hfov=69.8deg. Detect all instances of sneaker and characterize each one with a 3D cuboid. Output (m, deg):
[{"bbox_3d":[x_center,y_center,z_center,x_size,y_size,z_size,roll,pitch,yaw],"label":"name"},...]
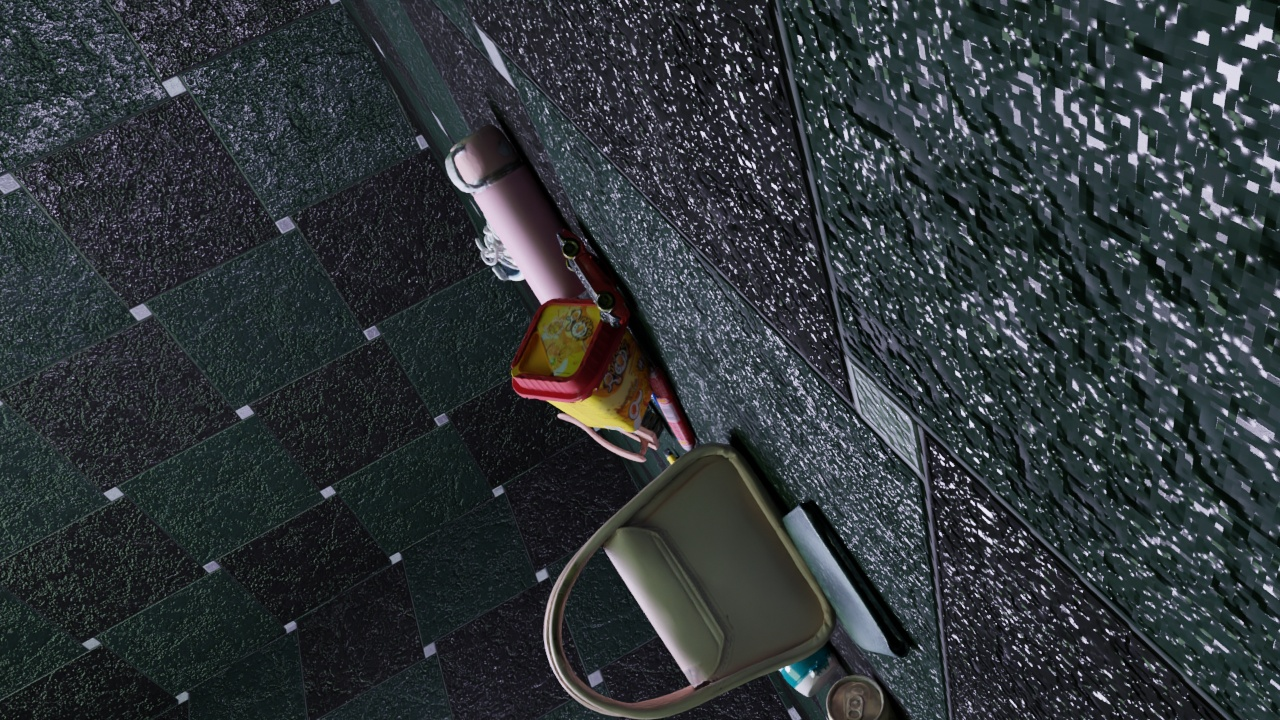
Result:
[{"bbox_3d":[-0.164,-0.161,1.112,0.089,0.090,0.242,54,173,14],"label":"sneaker"}]

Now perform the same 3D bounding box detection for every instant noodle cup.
[{"bbox_3d":[-0.050,0.010,0.947,0.116,0.116,0.123,4,152,39],"label":"instant noodle cup"}]

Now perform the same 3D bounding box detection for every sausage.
[{"bbox_3d":[0.034,0.054,0.985,0.020,0.020,0.156,52,172,42],"label":"sausage"}]

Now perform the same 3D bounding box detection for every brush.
[{"bbox_3d":[-0.042,0.083,1.271,0.146,0.073,0.063,25,165,16],"label":"brush"}]

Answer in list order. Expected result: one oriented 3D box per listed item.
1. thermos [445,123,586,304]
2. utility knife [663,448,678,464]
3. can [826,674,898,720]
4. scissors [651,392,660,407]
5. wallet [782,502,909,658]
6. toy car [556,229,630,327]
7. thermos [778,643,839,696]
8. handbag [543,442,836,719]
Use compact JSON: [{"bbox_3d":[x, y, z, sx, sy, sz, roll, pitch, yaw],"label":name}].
[{"bbox_3d":[-0.129,-0.146,0.965,0.067,0.087,0.198,-18,111,38],"label":"thermos"},{"bbox_3d":[0.080,0.189,1.342,0.153,0.015,0.033,54,180,17],"label":"utility knife"},{"bbox_3d":[0.220,0.356,0.880,0.058,0.058,0.116,49,170,54],"label":"can"},{"bbox_3d":[-0.002,0.012,1.104,0.175,0.012,0.162,52,173,47],"label":"scissors"},{"bbox_3d":[0.145,0.158,0.666,0.121,0.019,0.097,57,172,13],"label":"wallet"},{"bbox_3d":[-0.045,-0.080,0.865,0.106,0.031,0.049,55,173,11],"label":"toy car"},{"bbox_3d":[0.137,0.290,1.075,0.224,0.073,0.073,46,170,25],"label":"thermos"},{"bbox_3d":[0.027,0.200,0.773,0.193,0.234,0.093,56,172,13],"label":"handbag"}]
